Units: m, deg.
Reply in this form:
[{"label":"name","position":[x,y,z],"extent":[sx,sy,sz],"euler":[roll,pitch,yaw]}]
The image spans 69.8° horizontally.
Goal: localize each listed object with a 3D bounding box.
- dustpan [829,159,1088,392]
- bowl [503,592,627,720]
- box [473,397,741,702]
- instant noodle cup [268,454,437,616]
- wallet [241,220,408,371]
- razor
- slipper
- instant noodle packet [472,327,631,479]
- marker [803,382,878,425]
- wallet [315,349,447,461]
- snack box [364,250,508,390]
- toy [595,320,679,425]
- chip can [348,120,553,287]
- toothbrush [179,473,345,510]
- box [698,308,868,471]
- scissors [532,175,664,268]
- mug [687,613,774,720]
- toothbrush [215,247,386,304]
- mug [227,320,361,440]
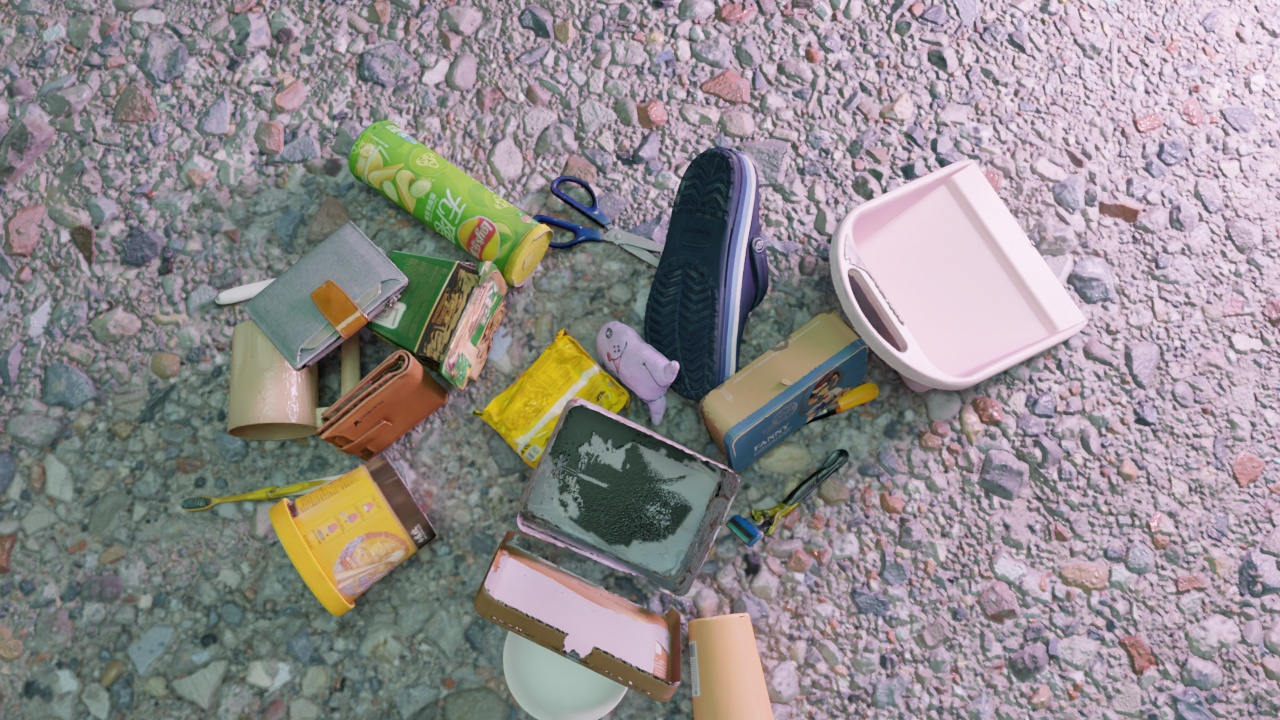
[{"label":"dustpan","position":[0.310,-0.082,0.902],"extent":[0.273,0.139,0.222],"euler":[-32,79,-7]},{"label":"bowl","position":[-0.065,0.272,0.851],"extent":[0.118,0.065,0.118],"euler":[0,77,-2]},{"label":"box","position":[-0.016,0.140,0.803],"extent":[0.180,0.226,0.157],"euler":[27,104,-4]},{"label":"instant noodle cup","position":[-0.262,0.156,0.853],"extent":[0.114,0.119,0.118],"euler":[-33,79,-16]},{"label":"wallet","position":[-0.291,-0.061,0.849],"extent":[0.129,0.037,0.106],"euler":[-42,63,-12]},{"label":"razor","position":[0.152,0.134,0.910],"extent":[0.142,0.022,0.043],"euler":[-36,36,-12]},{"label":"slipper","position":[0.075,-0.085,0.927],"extent":[0.095,0.105,0.253],"euler":[6,91,-42]},{"label":"instant noodle packet","position":[-0.086,0.049,0.914],"extent":[0.111,0.044,0.128],"euler":[45,82,7]},{"label":"marker","position":[0.183,0.051,0.933],"extent":[0.124,0.015,0.018],"euler":[-21,74,-3]},{"label":"wallet","position":[-0.239,0.046,0.856],"extent":[0.107,0.132,0.031],"euler":[-40,76,-9]},{"label":"snack box","position":[-0.204,-0.045,0.899],"extent":[0.105,0.117,0.118],"euler":[19,78,8]},{"label":"toy","position":[-0.005,0.005,0.911],"extent":[0.038,0.084,0.108],"euler":[-24,52,-39]},{"label":"chip can","position":[-0.198,-0.165,0.947],"extent":[0.221,0.073,0.072],"euler":[34,78,7]},{"label":"toothbrush","position":[-0.357,0.128,0.903],"extent":[0.191,0.018,0.016],"euler":[-8,79,-3]},{"label":"box","position":[0.135,0.033,0.893],"extent":[0.184,0.090,0.059],"euler":[-37,61,-8]},{"label":"scissors","position":[-0.039,-0.128,0.972],"extent":[0.140,0.012,0.171],"euler":[-32,79,-9]},{"label":"mug","position":[0.080,0.299,0.845],"extent":[0.078,0.078,0.122],"euler":[-7,72,-3]},{"label":"toothbrush","position":[-0.354,-0.088,0.955],"extent":[0.180,0.016,0.016],"euler":[-16,75,-5]},{"label":"mug","position":[-0.337,0.019,0.899],"extent":[0.124,0.084,0.103],"euler":[-3,75,-10]}]
